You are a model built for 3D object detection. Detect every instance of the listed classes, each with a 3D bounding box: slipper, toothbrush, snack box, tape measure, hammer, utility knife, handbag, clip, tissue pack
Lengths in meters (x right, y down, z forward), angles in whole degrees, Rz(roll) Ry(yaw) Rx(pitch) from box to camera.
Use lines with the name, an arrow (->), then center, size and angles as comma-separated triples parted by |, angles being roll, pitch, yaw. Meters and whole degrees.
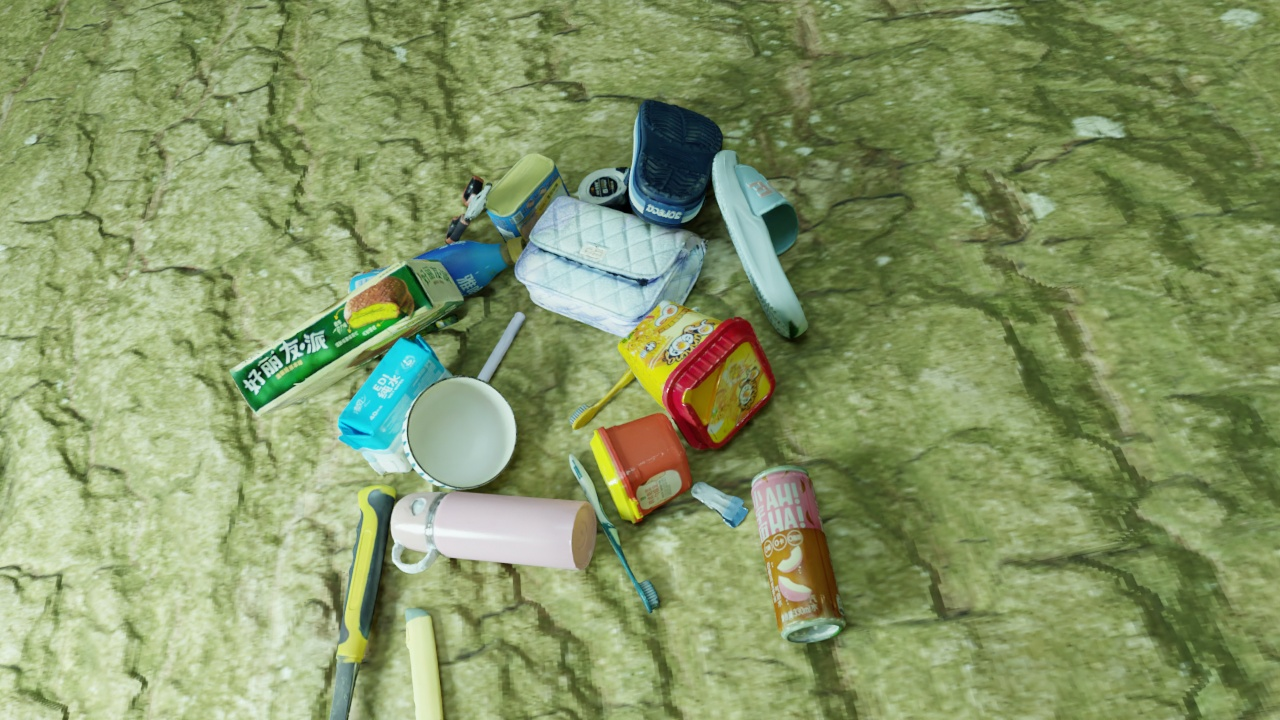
slipper -> 0.136, -0.135, 0.982 | 0.074, 0.104, 0.245 | -22, 59, 7
toothbrush -> -0.006, 0.006, 0.988 | 0.191, 0.016, 0.018 | -44, 49, -11
snack box -> -0.322, -0.027, 1.021 | 0.240, 0.114, 0.063 | -31, 92, 10
toothbrush -> -0.302, -0.014, 1.096 | 0.186, 0.012, 0.017 | -22, 60, 3
tape measure -> -0.041, -0.202, 1.121 | 0.066, 0.033, 0.065 | -1, 57, 15
slipper -> 0.034, -0.219, 1.074 | 0.105, 0.095, 0.252 | 16, 38, -9
hammer -> -0.277, 0.273, 0.893 | 0.126, 0.032, 0.322 | -7, 56, 13
utility knife -> -0.198, 0.317, 0.847 | 0.031, 0.021, 0.198 | -23, 48, 8
handbag -> -0.037, -0.108, 1.033 | 0.194, 0.075, 0.134 | 20, 68, 27
clip -> 0.074, 0.134, 0.878 | 0.058, 0.041, 0.026 | 30, 74, 36
toothbrush -> -0.181, 0.021, 1.032 | 0.021, 0.029, 0.188 | 34, 66, -11
snack box -> 0.004, 0.101, 0.880 | 0.080, 0.091, 0.082 | -22, 54, -6
toothbrush -> -0.028, 0.163, 0.894 | 0.018, 0.016, 0.191 | -24, 54, -11
tissue pack -> -0.260, 0.049, 0.994 | 0.063, 0.090, 0.139 | 20, 66, 28

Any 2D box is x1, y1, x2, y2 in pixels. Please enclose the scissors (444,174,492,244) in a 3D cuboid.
scissors -> -0.196, -0.190, 1.079 | 0.015, 0.206, 0.196 | 23, 45, -19

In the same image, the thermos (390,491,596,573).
thermos -> -0.148, 0.171, 0.893 | 0.199, 0.067, 0.087 | 1, 48, 17

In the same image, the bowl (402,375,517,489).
bowl -> -0.194, 0.078, 0.957 | 0.066, 0.116, 0.116 | -24, 36, 60

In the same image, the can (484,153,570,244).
can -> -0.133, -0.187, 1.108 | 0.057, 0.083, 0.102 | 29, 71, 30

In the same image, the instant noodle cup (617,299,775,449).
instant noodle cup -> 0.051, 0.007, 0.917 | 0.116, 0.116, 0.124 | -44, 45, -12

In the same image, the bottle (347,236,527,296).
bottle -> -0.238, -0.102, 1.094 | 0.219, 0.065, 0.065 | -17, 55, 10

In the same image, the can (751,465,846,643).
can -> 0.137, 0.170, 0.811 | 0.058, 0.058, 0.147 | -14, 56, 9
